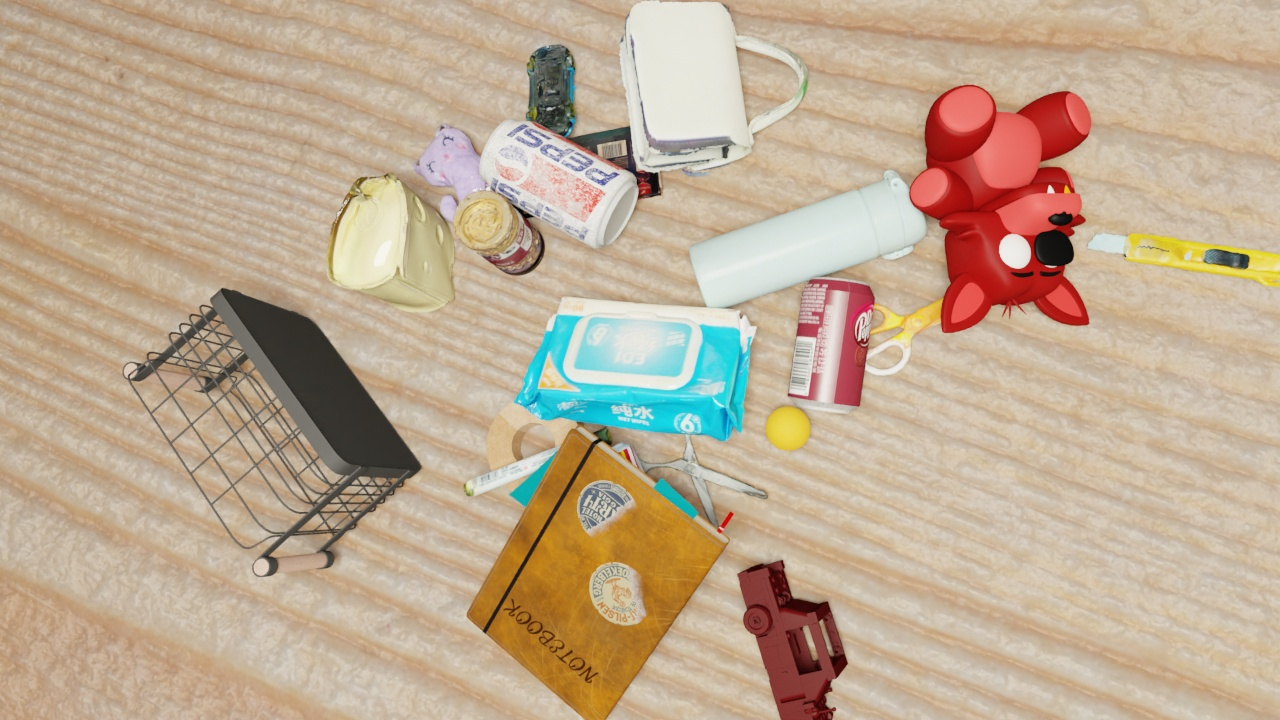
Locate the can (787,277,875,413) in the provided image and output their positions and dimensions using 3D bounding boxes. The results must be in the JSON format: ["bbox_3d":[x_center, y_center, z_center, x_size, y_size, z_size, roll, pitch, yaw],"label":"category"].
[{"bbox_3d":[0.168,-0.013,0.808,0.063,0.063,0.114,8,91,12],"label":"can"}]

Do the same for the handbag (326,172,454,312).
[{"bbox_3d":[-0.235,-0.111,0.882,0.081,0.119,0.111,2,82,14],"label":"handbag"}]

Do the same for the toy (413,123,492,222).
[{"bbox_3d":[-0.186,-0.185,0.926,0.100,0.036,0.080,39,95,13],"label":"toy"}]

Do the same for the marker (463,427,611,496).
[{"bbox_3d":[-0.095,0.094,0.846,0.146,0.017,0.017,-21,78,8],"label":"marker"}]

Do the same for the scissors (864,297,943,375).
[{"bbox_3d":[0.252,-0.028,0.826,0.131,0.012,0.073,-18,79,10],"label":"scissors"}]

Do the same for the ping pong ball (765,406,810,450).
[{"bbox_3d":[0.132,0.061,0.822,0.040,0.040,0.040,-2,81,11],"label":"ping pong ball"}]

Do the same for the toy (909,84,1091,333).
[{"bbox_3d":[0.310,-0.125,0.776,0.158,0.121,0.197,-3,83,-22],"label":"toy"}]

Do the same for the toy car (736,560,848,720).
[{"bbox_3d":[0.137,0.254,0.777,0.062,0.070,0.169,-21,78,20],"label":"toy car"}]

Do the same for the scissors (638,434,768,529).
[{"bbox_3d":[0.046,0.085,0.850,0.142,0.014,0.171,-2,80,14],"label":"scissors"}]

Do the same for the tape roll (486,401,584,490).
[{"bbox_3d":[-0.098,0.082,0.873,0.094,0.027,0.094,-2,81,11],"label":"tape roll"}]

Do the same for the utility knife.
[{"bbox_3d":[0.478,-0.088,0.789,0.175,0.017,0.030,10,75,16],"label":"utility knife"}]

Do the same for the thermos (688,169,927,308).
[{"bbox_3d":[0.151,-0.105,0.831,0.207,0.065,0.078,-18,116,8],"label":"thermos"}]

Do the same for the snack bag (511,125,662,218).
[{"bbox_3d":[-0.057,-0.187,0.908,0.155,0.018,0.074,-7,82,11],"label":"snack bag"}]

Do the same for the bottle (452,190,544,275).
[{"bbox_3d":[-0.132,-0.119,0.869,0.056,0.105,0.056,-2,81,11],"label":"bottle"}]

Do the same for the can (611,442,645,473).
[{"bbox_3d":[-0.016,0.132,0.825,0.064,0.064,0.105,-26,87,6],"label":"can"}]

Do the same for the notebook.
[{"bbox_3d":[-0.049,0.182,0.804,0.178,0.014,0.250,36,114,14],"label":"notebook"}]

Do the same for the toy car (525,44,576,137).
[{"bbox_3d":[-0.088,-0.266,0.919,0.048,0.032,0.105,-7,72,11],"label":"toy car"}]

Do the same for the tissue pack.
[{"bbox_3d":[-0.005,0.005,0.832,0.209,0.066,0.116,5,56,15],"label":"tissue pack"}]

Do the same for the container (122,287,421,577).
[{"bbox_3d":[-0.340,0.064,0.855,0.130,0.163,0.241,-41,76,3],"label":"container"}]

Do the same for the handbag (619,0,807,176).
[{"bbox_3d":[0.073,-0.259,0.877,0.176,0.074,0.151,-7,81,-9],"label":"handbag"}]

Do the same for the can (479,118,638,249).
[{"bbox_3d":[-0.076,-0.167,0.861,0.136,0.078,0.078,30,88,10],"label":"can"}]
